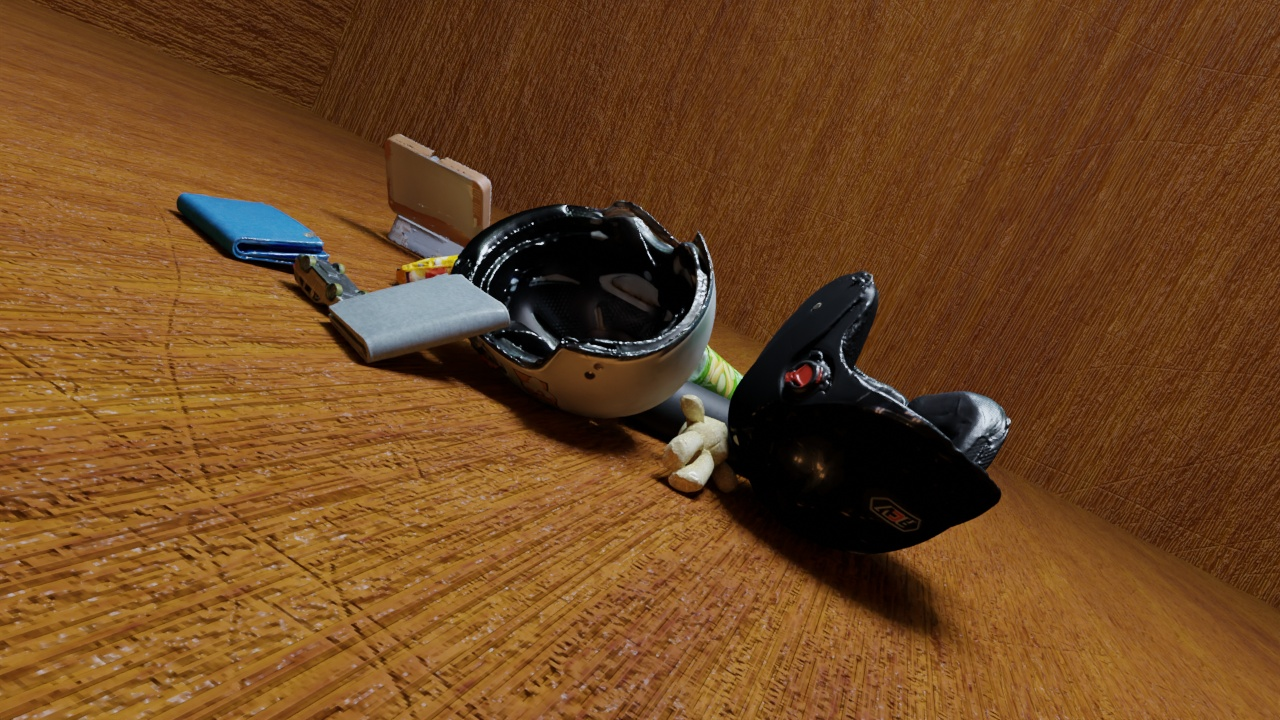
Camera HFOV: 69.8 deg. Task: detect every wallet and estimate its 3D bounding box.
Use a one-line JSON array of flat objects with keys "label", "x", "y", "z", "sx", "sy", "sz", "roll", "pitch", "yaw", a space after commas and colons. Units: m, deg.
[{"label": "wallet", "x": -0.393, "y": -0.132, "z": 0.934, "sx": 0.133, "sy": 0.040, "sz": 0.106, "roll": 32, "pitch": 19, "yaw": 34}, {"label": "wallet", "x": -0.197, "y": -0.037, "z": 0.810, "sx": 0.129, "sy": 0.037, "sz": 0.106, "roll": -17, "pitch": 32, "yaw": -31}]

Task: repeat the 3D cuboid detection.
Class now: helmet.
[{"label": "helmet", "x": -0.048, "y": -0.037, "z": 0.915, "sx": 0.274, "sy": 0.229, "sz": 0.157, "roll": 20, "pitch": -38, "yaw": 35}, {"label": "helmet", "x": 0.206, "y": 0.070, "z": 0.863, "sx": 0.233, "sy": 0.230, "sz": 0.274, "roll": 38, "pitch": 13, "yaw": -22}]

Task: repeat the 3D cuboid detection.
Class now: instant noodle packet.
[{"label": "instant noodle packet", "x": -0.240, "y": -0.111, "z": 1.153, "sx": 0.111, "sy": 0.044, "sz": 0.128, "roll": -4, "pitch": 10, "yaw": -2}]

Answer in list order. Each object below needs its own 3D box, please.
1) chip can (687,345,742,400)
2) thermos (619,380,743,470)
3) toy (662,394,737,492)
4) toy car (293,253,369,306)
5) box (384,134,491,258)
[{"label": "chip can", "x": 0.089, "y": 0.032, "z": 1.129, "sx": 0.072, "sy": 0.072, "sz": 0.221, "roll": 32, "pitch": -2, "yaw": 32}, {"label": "thermos", "x": 0.093, "y": 0.079, "z": 1.008, "sx": 0.242, "sy": 0.068, "sz": 0.090, "roll": 24, "pitch": 16, "yaw": -13}, {"label": "toy", "x": 0.053, "y": 0.088, "z": 0.890, "sx": 0.105, "sy": 0.066, "sz": 0.157, "roll": 59, "pitch": 15, "yaw": 0}, {"label": "toy car", "x": -0.290, "y": -0.068, "z": 0.860, "sx": 0.090, "sy": 0.035, "sz": 0.042, "roll": 38, "pitch": 15, "yaw": 31}, {"label": "box", "x": -0.293, "y": -0.211, "z": 1.396, "sx": 0.179, "sy": 0.130, "sz": 0.273, "roll": 28, "pitch": -17, "yaw": 14}]
